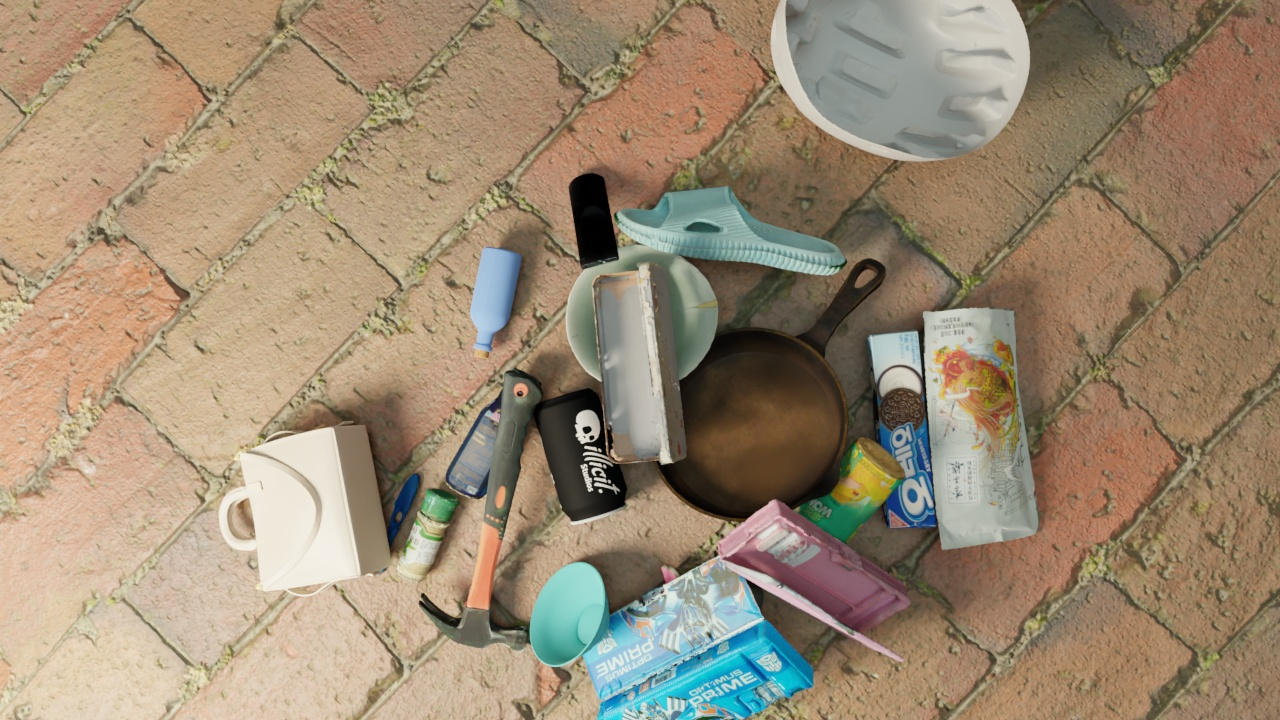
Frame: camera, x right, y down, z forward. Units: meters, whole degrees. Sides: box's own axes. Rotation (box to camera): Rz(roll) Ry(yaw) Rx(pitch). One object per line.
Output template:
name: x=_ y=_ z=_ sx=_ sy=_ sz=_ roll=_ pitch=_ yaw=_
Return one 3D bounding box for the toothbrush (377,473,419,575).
toothbrush: x=-0.297 y=0.199 z=1.113 sx=0.021 sy=0.016 sz=0.132 roll=21 pitch=90 yaw=13

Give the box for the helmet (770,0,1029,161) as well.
helmet: x=0.286 y=-0.341 z=1.019 sx=0.282 sy=0.183 sz=0.224 roll=22 pitch=95 yaw=10

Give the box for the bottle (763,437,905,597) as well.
bottle: x=0.208 y=0.184 z=1.040 sx=0.068 sy=0.068 sz=0.210 roll=37 pitch=111 yaw=4

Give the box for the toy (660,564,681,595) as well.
toy: x=0.046 y=0.294 z=1.082 sx=0.065 sy=0.050 sz=0.102 roll=25 pitch=100 yaw=34

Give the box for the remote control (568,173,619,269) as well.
remote control: x=-0.057 y=-0.165 z=1.076 sx=0.045 sy=0.021 sz=0.140 roll=-15 pitch=53 yaw=5

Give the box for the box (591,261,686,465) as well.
box: x=-0.007 y=0.006 z=1.010 sx=0.108 sy=0.094 sz=0.216 roll=-7 pitch=87 yaw=28

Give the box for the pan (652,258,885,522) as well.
pan: x=0.164 y=0.027 z=1.056 sx=0.249 sy=0.043 sz=0.355 roll=38 pitch=84 yaw=25

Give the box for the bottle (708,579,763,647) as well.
bottle: x=0.106 y=0.311 z=1.066 sx=0.060 sy=0.060 sz=0.108 roll=10 pitch=90 yaw=3

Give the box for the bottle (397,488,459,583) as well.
bottle: x=-0.256 y=0.210 z=1.100 sx=0.042 sy=0.042 sz=0.110 roll=23 pitch=90 yaw=3

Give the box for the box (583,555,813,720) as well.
box: x=0.046 y=0.342 z=1.025 sx=0.244 sy=0.063 sz=0.174 roll=-35 pitch=86 yaw=24

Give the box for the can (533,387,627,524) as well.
can: x=-0.069 y=0.111 z=1.073 sx=0.080 sy=0.080 sz=0.146 roll=-17 pitch=87 yaw=2

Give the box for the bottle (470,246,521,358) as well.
bottle: x=-0.178 y=-0.067 z=1.101 sx=0.048 sy=0.048 sz=0.131 roll=11 pitch=89 yaw=3

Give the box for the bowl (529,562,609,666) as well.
bowl: x=-0.071 y=0.302 z=1.071 sx=0.046 sy=0.121 sz=0.121 roll=35 pitch=90 yaw=-36

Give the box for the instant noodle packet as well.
instant noodle packet: x=0.393 y=0.074 z=1.053 sx=0.146 sy=0.057 sz=0.269 roll=-3 pitch=85 yaw=-21

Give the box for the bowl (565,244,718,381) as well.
bowl: x=0.002 y=-0.046 z=1.081 sx=0.174 sy=0.068 sz=0.174 roll=0 pitch=86 yaw=2

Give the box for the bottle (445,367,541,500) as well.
bottle: x=-0.173 y=0.086 z=1.091 sx=0.056 sy=0.056 sz=0.161 roll=29 pitch=89 yaw=4

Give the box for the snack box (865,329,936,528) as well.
snack box: x=0.302 y=0.079 z=1.066 sx=0.059 sy=0.059 sz=0.226 roll=-5 pitch=89 yaw=6

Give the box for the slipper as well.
slipper: x=0.106 y=-0.154 z=1.059 sx=0.276 sy=0.115 sz=0.070 roll=10 pitch=116 yaw=-1

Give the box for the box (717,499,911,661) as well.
box: x=0.196 y=0.255 z=0.986 sx=0.232 sy=0.098 sz=0.100 roll=36 pitch=115 yaw=-28

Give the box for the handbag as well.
handbag: x=-0.413 y=0.181 z=1.088 sx=0.198 sy=0.101 sz=0.194 roll=-13 pitch=85 yaw=13

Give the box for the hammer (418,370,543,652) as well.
hammer: x=-0.166 y=0.174 z=1.058 sx=0.133 sy=0.033 sz=0.333 roll=12 pitch=100 yaw=-7
